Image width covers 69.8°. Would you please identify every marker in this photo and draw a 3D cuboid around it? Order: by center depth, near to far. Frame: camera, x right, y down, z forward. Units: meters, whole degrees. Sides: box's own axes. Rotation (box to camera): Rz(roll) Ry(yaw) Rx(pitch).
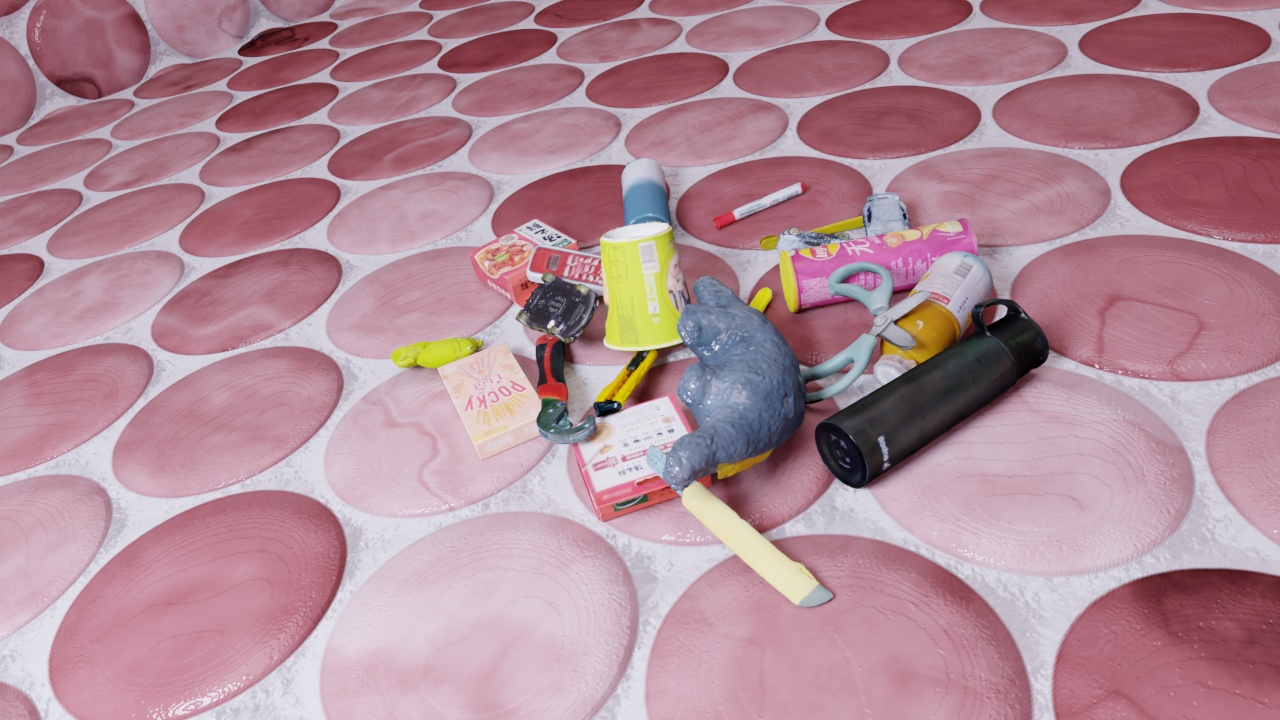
[{"bbox_3d":[0.121,-0.042,1.043,0.018,0.015,0.123,10,45,29],"label":"marker"},{"bbox_3d":[0.165,-0.213,1.257,0.145,0.017,0.017,-25,38,-17],"label":"marker"}]

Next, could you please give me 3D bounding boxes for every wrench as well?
[{"bbox_3d":[-0.090,0.023,0.975,0.056,0.016,0.273,-16,24,-5],"label":"wrench"}]

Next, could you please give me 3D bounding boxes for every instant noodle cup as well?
[{"bbox_3d":[0.004,-0.086,1.020,0.112,0.123,0.111,-9,18,3],"label":"instant noodle cup"}]

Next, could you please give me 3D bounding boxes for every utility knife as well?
[{"bbox_3d":[0.074,0.136,0.771,0.030,0.021,0.204,-40,66,-20],"label":"utility knife"},{"bbox_3d":[-0.006,0.006,0.978,0.033,0.015,0.215,-3,23,21],"label":"utility knife"}]

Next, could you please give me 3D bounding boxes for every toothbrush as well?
[{"bbox_3d":[0.245,-0.171,1.178,0.190,0.016,0.016,-14,30,-2],"label":"toothbrush"}]

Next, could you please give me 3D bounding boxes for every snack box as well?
[{"bbox_3d":[0.000,0.097,0.865,0.113,0.044,0.127,-17,35,-7],"label":"snack box"},{"bbox_3d":[-0.160,0.040,1.002,0.084,0.026,0.157,-23,37,-14],"label":"snack box"},{"bbox_3d":[-0.145,-0.130,1.210,0.113,0.044,0.127,-32,41,-25],"label":"snack box"}]

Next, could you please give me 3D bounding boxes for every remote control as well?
[{"bbox_3d":[-0.072,-0.111,1.148,0.136,0.020,0.055,12,54,4],"label":"remote control"}]

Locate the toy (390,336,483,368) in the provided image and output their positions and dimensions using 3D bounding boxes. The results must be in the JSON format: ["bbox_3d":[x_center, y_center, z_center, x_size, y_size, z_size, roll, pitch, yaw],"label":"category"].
[{"bbox_3d":[-0.240,-0.008,1.081,0.100,0.031,0.096,2,19,38],"label":"toy"}]

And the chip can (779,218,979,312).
[{"bbox_3d":[0.268,-0.108,1.040,0.210,0.071,0.071,-11,36,1],"label":"chip can"}]

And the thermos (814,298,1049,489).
[{"bbox_3d":[0.271,0.021,0.852,0.242,0.090,0.068,-29,15,-22],"label":"thermos"}]

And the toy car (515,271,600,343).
[{"bbox_3d":[-0.094,-0.059,1.070,0.070,0.042,0.158,-58,33,-6],"label":"toy car"}]

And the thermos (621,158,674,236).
[{"bbox_3d":[0.007,-0.201,1.246,0.070,0.070,0.220,-9,37,4],"label":"thermos"}]

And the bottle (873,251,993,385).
[{"bbox_3d":[0.298,-0.040,0.942,0.068,0.068,0.189,18,49,35],"label":"bottle"}]

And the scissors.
[{"bbox_3d":[0.208,-0.029,0.937,0.170,0.019,0.171,-42,32,8],"label":"scissors"}]

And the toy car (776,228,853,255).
[{"bbox_3d":[0.211,-0.129,1.104,0.106,0.049,0.031,11,39,30],"label":"toy car"}]

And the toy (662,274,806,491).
[{"bbox_3d":[0.092,0.016,0.881,0.138,0.092,0.355,20,33,-7],"label":"toy"}]

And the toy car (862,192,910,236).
[{"bbox_3d":[0.303,-0.160,1.124,0.054,0.037,0.120,-4,48,10],"label":"toy car"}]
